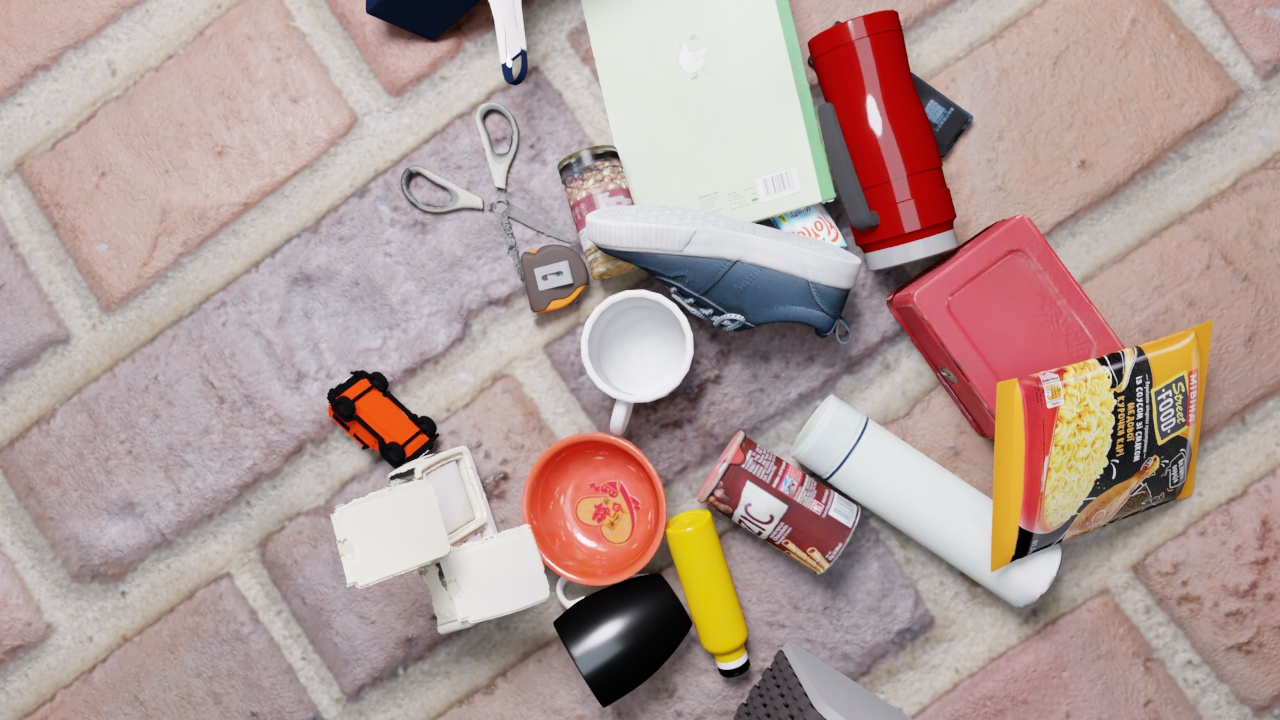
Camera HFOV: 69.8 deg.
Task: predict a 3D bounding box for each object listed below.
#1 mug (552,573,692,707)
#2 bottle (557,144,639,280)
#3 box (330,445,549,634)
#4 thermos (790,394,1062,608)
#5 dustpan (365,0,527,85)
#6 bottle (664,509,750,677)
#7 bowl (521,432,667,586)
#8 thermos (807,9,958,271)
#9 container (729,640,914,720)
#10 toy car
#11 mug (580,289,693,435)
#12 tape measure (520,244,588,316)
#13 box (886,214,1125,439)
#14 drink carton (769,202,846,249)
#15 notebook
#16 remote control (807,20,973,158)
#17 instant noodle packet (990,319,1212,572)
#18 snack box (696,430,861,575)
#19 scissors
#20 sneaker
[{"bbox_3d":[-0.020,0.219,0.790,0.100,0.085,0.119,-31,56,-10],"label":"mug"},{"bbox_3d":[-0.032,-0.129,0.805,0.056,0.056,0.105,-18,87,3],"label":"bottle"},{"bbox_3d":[-0.137,0.144,0.728,0.105,0.187,0.143,-18,93,18],"label":"box"},{"bbox_3d":[0.238,0.118,0.776,0.230,0.068,0.068,33,90,4],"label":"thermos"},{"bbox_3d":[-0.135,-0.361,0.759,0.237,0.080,0.272,-21,66,43],"label":"dustpan"},{"bbox_3d":[0.061,0.202,0.788,0.043,0.043,0.144,-17,100,3],"label":"bottle"},{"bbox_3d":[-0.035,0.126,0.797,0.131,0.045,0.130,0,89,16],"label":"bowl"},{"bbox_3d":[0.194,-0.177,0.760,0.107,0.084,0.198,-20,96,-39],"label":"thermos"},{"bbox_3d":[0.150,0.394,0.688,0.247,0.245,0.243,32,87,4],"label":"container"},{"bbox_3d":[-0.231,0.055,0.815,0.100,0.050,0.049,42,134,3],"label":"toy car"},{"bbox_3d":[-0.005,0.005,0.783,0.091,0.090,0.121,17,89,4],"label":"mug"},{"bbox_3d":[-0.075,-0.073,0.813,0.059,0.038,0.058,-12,94,-1],"label":"tape measure"},{"bbox_3d":[0.304,-0.027,0.769,0.129,0.087,0.157,-36,87,-3],"label":"box"},{"bbox_3d":[0.132,-0.138,0.804,0.044,0.038,0.129,-33,86,2],"label":"drink carton"},{"bbox_3d":[0.053,-0.235,0.796,0.182,0.010,0.252,-14,87,24],"label":"notebook"},{"bbox_3d":[0.221,-0.241,0.809,0.150,0.022,0.047,37,90,4],"label":"remote control"},{"bbox_3d":[0.368,0.066,0.729,0.220,0.032,0.160,-14,112,-19],"label":"instant noodle packet"},{"bbox_3d":[0.117,0.121,0.781,0.121,0.072,0.072,32,90,3],"label":"snack box"},{"bbox_3d":[-0.141,-0.155,0.835,0.157,0.012,0.171,2,90,4],"label":"scissors"},{"bbox_3d":[0.066,-0.070,0.756,0.235,0.089,0.087,13,110,-1],"label":"sneaker"}]
